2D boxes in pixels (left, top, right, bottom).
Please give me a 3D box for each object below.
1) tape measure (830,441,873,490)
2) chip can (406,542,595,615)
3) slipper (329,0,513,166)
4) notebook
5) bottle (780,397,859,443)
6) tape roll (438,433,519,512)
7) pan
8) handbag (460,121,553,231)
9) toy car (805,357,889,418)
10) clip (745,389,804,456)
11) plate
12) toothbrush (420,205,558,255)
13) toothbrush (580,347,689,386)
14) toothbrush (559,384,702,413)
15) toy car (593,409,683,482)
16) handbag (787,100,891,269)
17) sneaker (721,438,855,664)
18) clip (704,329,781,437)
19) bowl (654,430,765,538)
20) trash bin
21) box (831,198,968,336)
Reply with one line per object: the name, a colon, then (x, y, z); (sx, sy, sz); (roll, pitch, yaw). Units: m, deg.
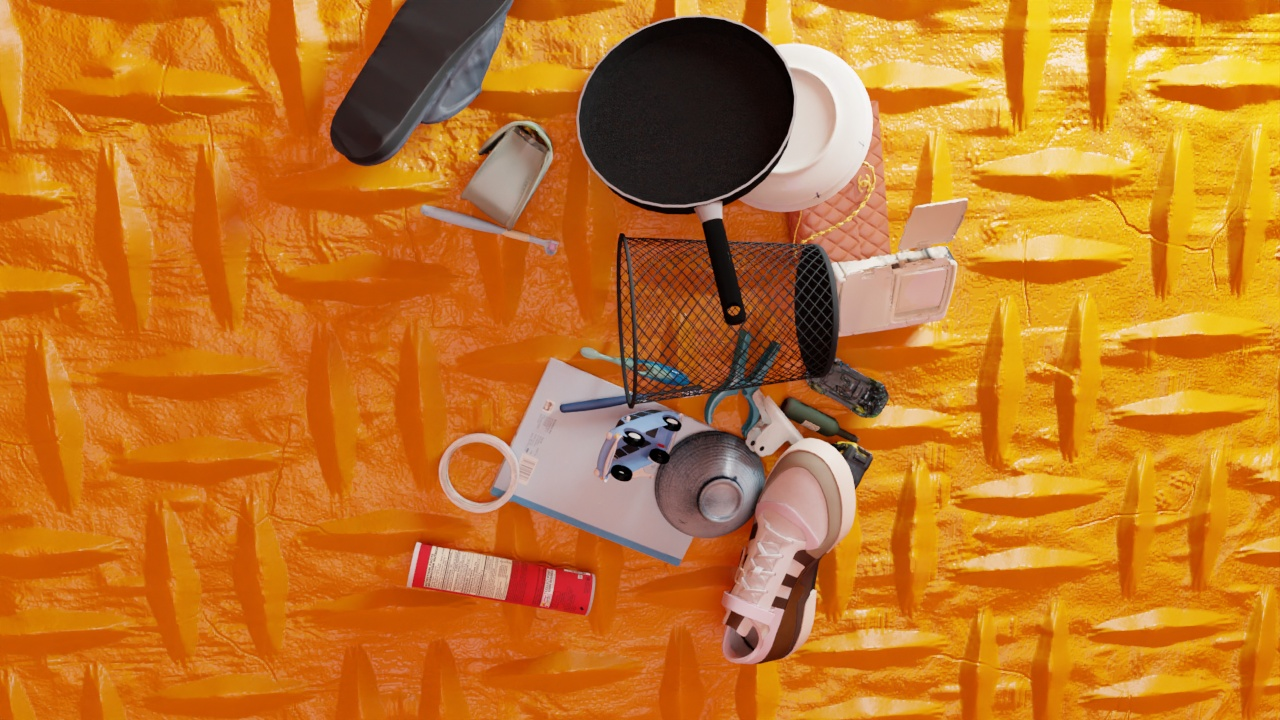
tape measure: (0.236, 0.131, 1.092); (0.042, 0.072, 0.071); (27, 87, -15)
chip can: (-0.163, 0.260, 1.088); (0.214, 0.051, 0.052); (12, 101, -9)
slipper: (-0.209, -0.301, 0.949); (0.109, 0.083, 0.265); (31, 84, 26)
notebook: (-0.029, 0.126, 1.094); (0.253, 0.009, 0.181); (24, 99, -12)
bottle: (0.217, 0.075, 1.101); (0.106, 0.025, 0.025); (26, 99, -11)
tape roll: (-0.188, 0.131, 1.068); (0.093, 0.013, 0.093); (0, 98, 3)
pan: (0.059, -0.193, 0.925); (0.225, 0.034, 0.356); (-14, 70, 6)
handbag: (-0.135, -0.198, 0.953); (0.067, 0.121, 0.106); (32, 100, -10)
toy car: (0.244, 0.029, 1.090); (0.105, 0.032, 0.048); (28, 99, -6)
clip: (0.149, 0.082, 1.087); (0.060, 0.052, 0.102); (-36, 121, 9)
plate: (0.153, -0.252, 0.978); (0.182, 0.034, 0.182); (0, 89, 15)
toothbrush: (-0.167, -0.145, 1.014); (0.155, 0.016, 0.022); (15, 138, -10)
toothbrush: (-0.006, 0.006, 1.068); (0.135, 0.017, 0.022); (16, 100, -12)
toothbrush: (-0.010, 0.045, 1.065); (0.167, 0.014, 0.014); (-8, 91, -4)
toy car: (-0.005, 0.090, 1.018); (0.055, 0.153, 0.056); (28, 110, 25)
handbag: (0.215, -0.194, 1.025); (0.109, 0.060, 0.172); (-9, 104, 0)
sneaker: (0.151, 0.229, 1.057); (0.116, 0.112, 0.294); (-15, 127, -48)
clip: (0.136, 0.037, 1.085); (0.120, 0.030, 0.130); (36, 95, -11)
bowl: (0.088, 0.156, 1.080); (0.137, 0.057, 0.137); (-2, 103, -9)
trash bin: (0.087, -0.047, 0.975); (0.210, 0.184, 0.184); (-3, 103, -5)
box: (0.280, -0.102, 1.012); (0.143, 0.044, 0.185); (-11, 136, -3)
